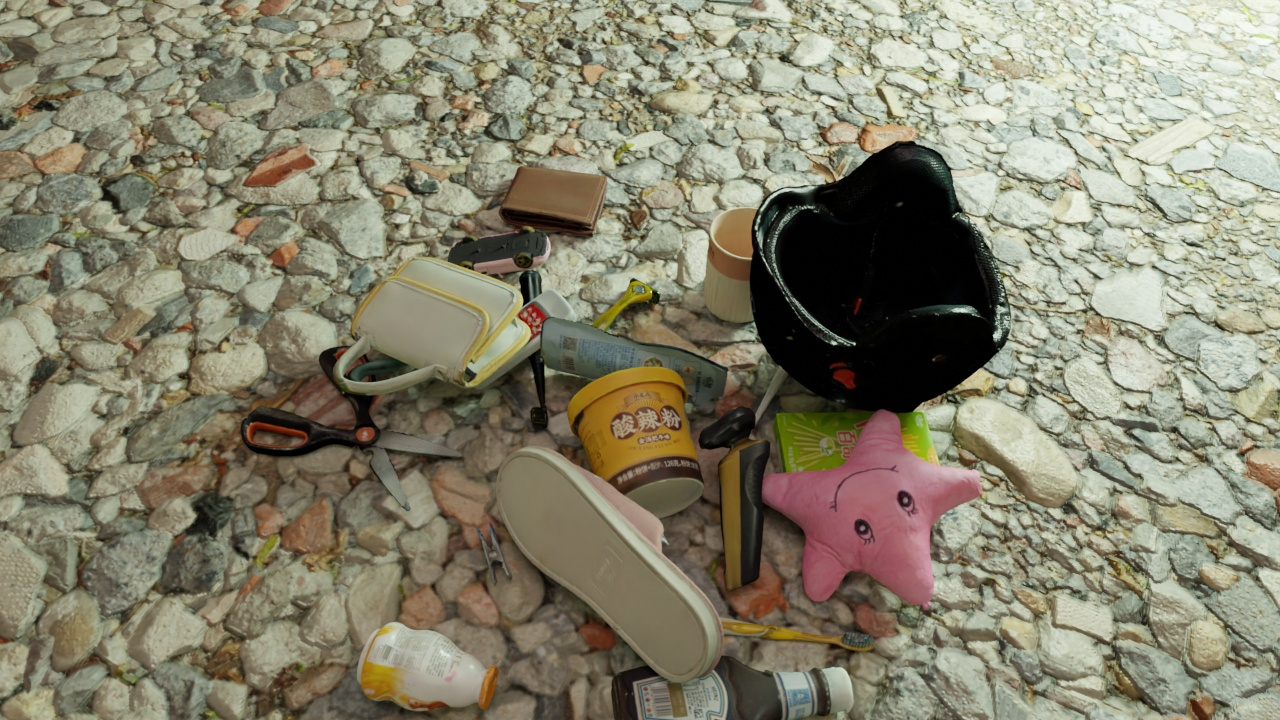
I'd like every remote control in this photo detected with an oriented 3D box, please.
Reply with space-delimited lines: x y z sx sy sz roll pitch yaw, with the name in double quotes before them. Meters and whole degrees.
"remote control" -0.134 -0.024 0.984 0.136 0.020 0.056 -36 51 -7

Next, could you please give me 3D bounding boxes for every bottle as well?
"bottle" 0.076 0.282 0.753 0.195 0.044 0.079 -5 44 -8
"bottle" -0.173 0.255 0.751 0.108 0.063 0.063 11 51 7

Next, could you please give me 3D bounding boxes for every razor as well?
"razor" 0.088 0.127 0.848 0.068 0.062 0.167 -1 76 7
"razor" -0.032 -0.046 1.030 0.043 0.028 0.132 33 59 18

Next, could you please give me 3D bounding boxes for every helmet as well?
"helmet" 0.224 -0.064 0.909 0.274 0.231 0.233 9 52 -9

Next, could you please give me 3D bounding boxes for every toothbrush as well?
"toothbrush" -0.115 -0.015 0.999 0.027 0.026 0.212 13 47 -25
"toothbrush" 0.111 0.237 0.807 0.191 0.018 0.016 7 49 3
"toothbrush" 0.141 0.030 0.979 0.016 0.016 0.179 25 54 15

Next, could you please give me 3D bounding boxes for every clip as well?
"clip" -0.134 0.177 0.843 0.036 0.026 0.058 -19 59 -8

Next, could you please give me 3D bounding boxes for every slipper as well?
"slipper" -0.028 0.166 0.795 0.274 0.114 0.054 35 27 34

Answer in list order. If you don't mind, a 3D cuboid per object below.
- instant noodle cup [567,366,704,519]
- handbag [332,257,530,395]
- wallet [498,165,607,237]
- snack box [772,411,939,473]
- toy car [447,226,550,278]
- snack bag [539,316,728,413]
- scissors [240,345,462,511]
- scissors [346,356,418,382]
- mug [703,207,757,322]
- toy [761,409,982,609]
"instant noodle cup" 0.000 0.084 0.871 0.118 0.119 0.114 -11 60 -11
"handbag" -0.222 -0.025 0.931 0.163 0.063 0.178 21 51 27
"wallet" -0.108 -0.203 1.153 0.124 0.032 0.101 9 48 4
"snack box" 0.218 0.092 0.926 0.156 0.026 0.085 0 51 -3
"toy car" -0.166 -0.124 1.082 0.122 0.037 0.056 -7 47 8
"snack bag" -0.006 0.005 0.934 0.191 0.110 0.038 14 55 9
"scissors" -0.292 0.062 0.931 0.221 0.022 0.227 -4 50 -5
"scissors" -0.256 -0.031 0.995 0.171 0.019 0.170 -31 47 -25
"mug" 0.121 -0.115 1.039 0.082 0.106 0.114 24 54 16
"toy" 0.223 0.143 0.843 0.194 0.075 0.178 -27 66 -3
